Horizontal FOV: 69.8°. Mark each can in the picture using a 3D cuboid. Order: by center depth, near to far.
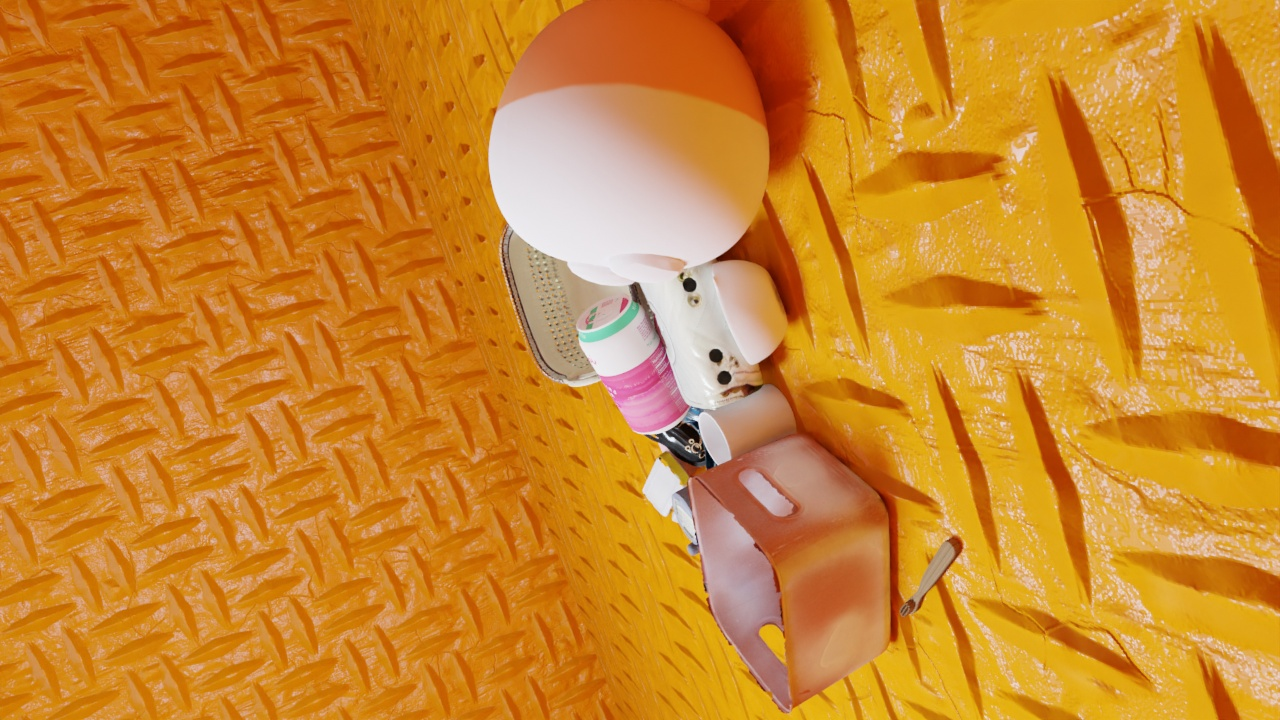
[{"bbox_3d":[-0.007,0.007,1.119,0.166,0.088,0.088,60,168,-26],"label":"can"}]

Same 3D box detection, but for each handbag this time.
[{"bbox_3d":[0.064,-0.049,1.057,0.142,0.096,0.198,-103,-8,-83],"label":"handbag"},{"bbox_3d":[0.052,0.110,1.343,0.128,0.054,0.079,35,179,15],"label":"handbag"}]

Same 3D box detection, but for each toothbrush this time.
[{"bbox_3d":[0.286,0.219,0.912,0.016,0.016,0.167,55,158,31],"label":"toothbrush"}]

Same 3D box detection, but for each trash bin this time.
[{"bbox_3d":[0.172,0.230,1.029,0.181,0.157,0.260,44,152,52],"label":"trash bin"}]

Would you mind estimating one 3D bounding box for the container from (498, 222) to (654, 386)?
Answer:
[{"bbox_3d":[-0.071,-0.100,1.238,0.185,0.143,0.251,-18,90,29],"label":"container"}]

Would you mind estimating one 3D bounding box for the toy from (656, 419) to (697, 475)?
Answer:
[{"bbox_3d":[0.056,0.129,1.436,0.105,0.053,0.108,94,151,-85],"label":"toy"}]

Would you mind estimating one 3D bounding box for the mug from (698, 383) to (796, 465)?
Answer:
[{"bbox_3d":[0.119,0.075,1.103,0.110,0.090,0.074,25,134,66],"label":"mug"}]

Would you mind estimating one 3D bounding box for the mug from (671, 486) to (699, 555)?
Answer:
[{"bbox_3d":[0.108,0.213,1.284,0.084,0.103,0.124,49,155,43],"label":"mug"}]

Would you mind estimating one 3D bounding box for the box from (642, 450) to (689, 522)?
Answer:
[{"bbox_3d":[0.066,0.209,1.422,0.128,0.045,0.210,29,156,5],"label":"box"}]

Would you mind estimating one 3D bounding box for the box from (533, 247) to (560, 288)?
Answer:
[{"bbox_3d":[-0.117,-0.192,1.350,0.030,0.138,0.187,1,143,30],"label":"box"}]

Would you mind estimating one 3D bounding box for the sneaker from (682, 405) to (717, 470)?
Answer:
[{"bbox_3d":[0.079,0.040,1.200,0.235,0.079,0.087,68,163,-1],"label":"sneaker"}]

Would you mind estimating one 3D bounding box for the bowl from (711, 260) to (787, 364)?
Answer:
[{"bbox_3d":[0.121,-0.057,0.964,0.114,0.051,0.115,-90,-25,-53],"label":"bowl"}]

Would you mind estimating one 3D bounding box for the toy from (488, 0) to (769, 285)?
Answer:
[{"bbox_3d":[-0.005,-0.213,0.872,0.263,0.265,0.280,2,85,55],"label":"toy"}]
